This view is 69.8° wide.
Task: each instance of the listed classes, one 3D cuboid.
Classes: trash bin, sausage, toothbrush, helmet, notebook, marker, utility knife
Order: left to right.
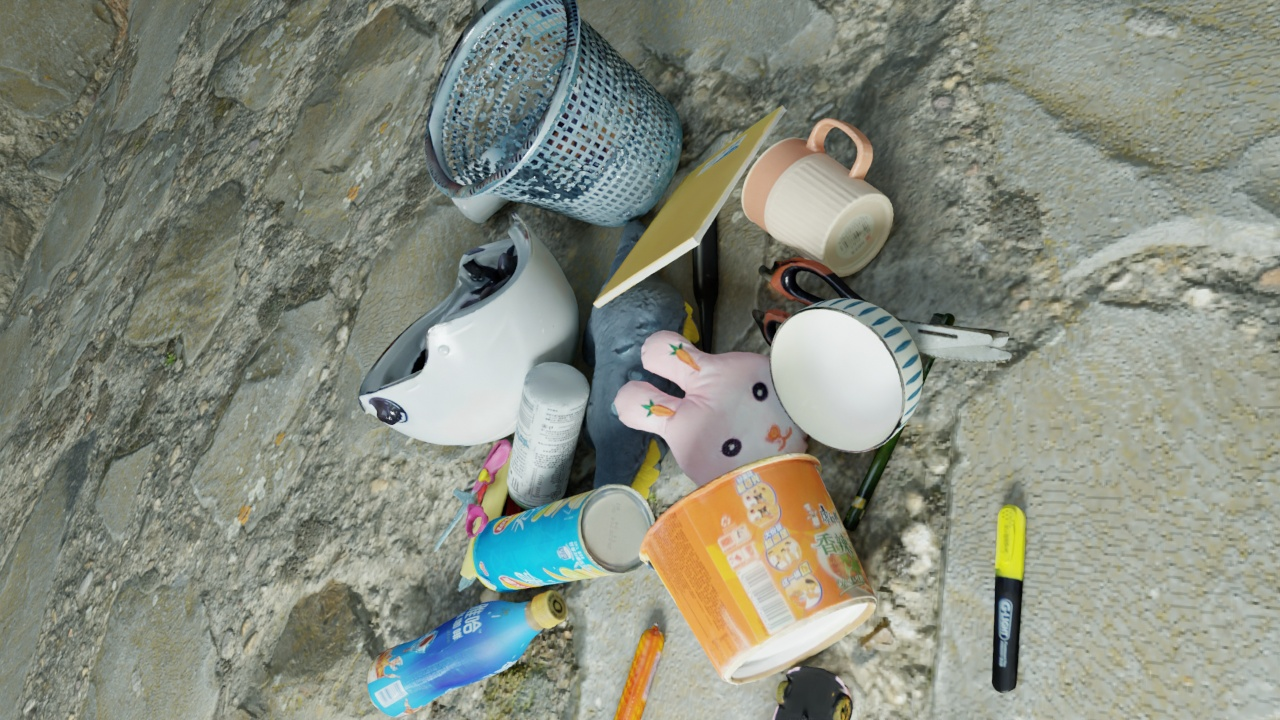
[{"bbox_3d":[-0.155,-0.005,0.913,0.259,0.146,0.228,-34,22,39],"label":"helmet"},{"bbox_3d":[-0.147,0.145,0.888,0.031,0.018,0.162,-9,48,33],"label":"utility knife"},{"bbox_3d":[-0.072,-0.234,0.924,0.227,0.195,0.226,-19,62,40],"label":"trash bin"},{"bbox_3d":[-0.011,0.295,0.748,0.021,0.021,0.165,9,75,41],"label":"sausage"},{"bbox_3d":[0.045,-0.139,0.823,0.146,0.010,0.205,-28,23,49],"label":"notebook"},{"bbox_3d":[0.062,-0.071,0.863,0.027,0.026,0.212,-30,52,46],"label":"toothbrush"},{"bbox_3d":[0.197,0.046,0.709,0.017,0.012,0.185,21,83,49],"label":"toothbrush"},{"bbox_3d":[0.245,0.158,0.614,0.018,0.015,0.124,-5,68,40],"label":"marker"}]

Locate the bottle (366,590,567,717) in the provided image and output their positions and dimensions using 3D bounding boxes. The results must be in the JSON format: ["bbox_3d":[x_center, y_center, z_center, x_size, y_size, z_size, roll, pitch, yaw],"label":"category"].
[{"bbox_3d":[-0.160,0.266,0.851,0.219,0.065,0.065,-31,53,23],"label":"bottle"}]

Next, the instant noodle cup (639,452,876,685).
[{"bbox_3d":[0.089,0.154,0.659,0.152,0.151,0.111,-38,58,18],"label":"instant noodle cup"}]

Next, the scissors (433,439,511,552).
[{"bbox_3d":[-0.163,0.137,0.888,0.133,0.017,0.135,-54,24,9],"label":"scissors"}]

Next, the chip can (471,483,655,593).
[{"bbox_3d":[-0.072,0.155,0.780,0.211,0.071,0.071,-27,51,54],"label":"chip can"}]

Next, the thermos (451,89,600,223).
[{"bbox_3d":[-0.128,-0.250,1.077,0.221,0.070,0.070,-35,51,20],"label":"thermos"}]

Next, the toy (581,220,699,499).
[{"bbox_3d":[-0.005,0.005,0.848,0.138,0.091,0.355,-37,43,56],"label":"toy"}]

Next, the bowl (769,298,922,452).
[{"bbox_3d":[0.163,0.005,0.696,0.116,0.066,0.117,24,127,37],"label":"bowl"}]

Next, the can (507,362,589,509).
[{"bbox_3d":[-0.086,0.072,0.840,0.147,0.058,0.058,105,147,-41],"label":"can"}]

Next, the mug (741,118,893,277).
[{"bbox_3d":[0.156,-0.143,0.777,0.106,0.081,0.115,47,125,40],"label":"mug"}]

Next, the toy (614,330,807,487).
[{"bbox_3d":[0.060,0.043,0.751,0.159,0.054,0.121,25,82,6],"label":"toy"}]

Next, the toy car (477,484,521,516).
[{"bbox_3d":[-0.142,0.154,0.916,0.049,0.031,0.106,-23,54,27],"label":"toy car"}]

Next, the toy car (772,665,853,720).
[{"bbox_3d":[0.114,0.279,0.648,0.056,0.037,0.122,5,60,37],"label":"toy car"}]

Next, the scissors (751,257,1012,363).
[{"bbox_3d":[0.180,-0.038,0.718,0.193,0.015,0.207,57,139,8],"label":"scissors"}]
